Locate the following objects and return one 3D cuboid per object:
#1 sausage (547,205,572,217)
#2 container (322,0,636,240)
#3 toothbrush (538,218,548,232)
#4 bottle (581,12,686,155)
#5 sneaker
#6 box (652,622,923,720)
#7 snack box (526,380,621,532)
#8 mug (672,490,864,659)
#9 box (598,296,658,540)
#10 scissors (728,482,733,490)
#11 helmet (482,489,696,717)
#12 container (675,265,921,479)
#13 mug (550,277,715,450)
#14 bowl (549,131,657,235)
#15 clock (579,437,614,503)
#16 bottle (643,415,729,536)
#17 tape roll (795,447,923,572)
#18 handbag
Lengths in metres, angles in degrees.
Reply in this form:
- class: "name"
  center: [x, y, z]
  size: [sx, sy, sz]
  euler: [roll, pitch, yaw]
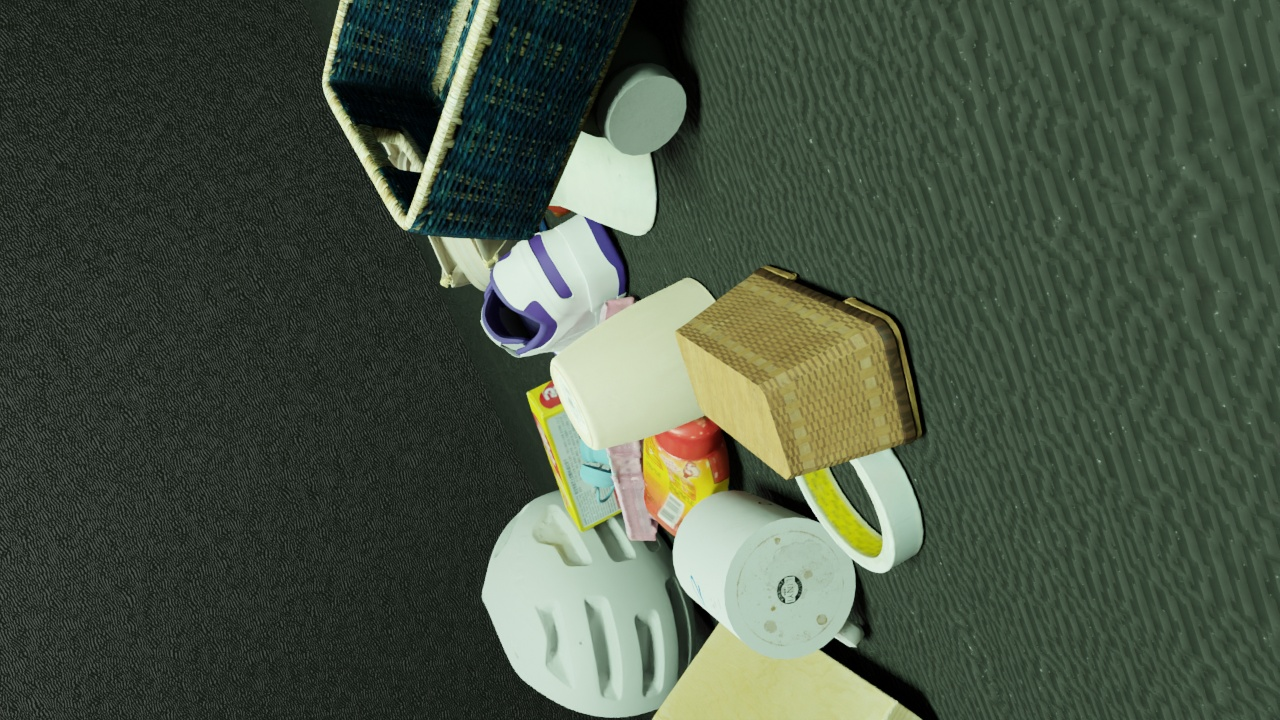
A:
- class: "sausage"
  center: [-0.092, -0.181, 0.721]
  size: [0.155, 0.040, 0.040]
  euler: [60, 166, 14]
- class: "container"
  center: [-0.074, -0.169, 0.424]
  size: [0.145, 0.071, 0.188]
  euler: [54, 130, 35]
- class: "toothbrush"
  center: [-0.105, -0.143, 0.888]
  size: [0.016, 0.017, 0.190]
  euler: [32, 146, 63]
- class: "bottle"
  center: [-0.022, -0.152, 0.467]
  size: [0.108, 0.060, 0.060]
  euler: [55, 164, 35]
- class: "sneaker"
  center: [-0.081, -0.037, 0.792]
  size: [0.091, 0.111, 0.245]
  euler: [60, 166, 14]
- class: "box"
  center: [0.113, 0.288, 0.637]
  size: [0.179, 0.141, 0.249]
  euler: [58, 168, -7]
- class: "snack box"
  center: [-0.048, 0.090, 0.947]
  size: [0.042, 0.092, 0.201]
  euler: [52, 162, 41]
- class: "mug"
  center: [0.088, 0.142, 0.582]
  size: [0.119, 0.083, 0.096]
  euler: [38, 172, -13]
- class: "box"
  center: [0.017, 0.056, 0.766]
  size: [0.233, 0.080, 0.099]
  euler: [80, -166, -48]
- class: "scissors"
  center: [0.080, 0.144, 0.733]
  size: [0.131, 0.018, 0.109]
  euler: [63, 169, 8]
- class: "helmet"
  center: [-0.055, 0.273, 1.044]
  size: [0.282, 0.223, 0.184]
  euler: [63, 147, 38]
- class: "container"
  center: [0.066, 0.005, 0.422]
  size: [0.114, 0.061, 0.063]
  euler: [38, 152, 61]
- class: "mug"
  center: [-0.004, 0.003, 0.590]
  size: [0.111, 0.104, 0.085]
  euler: [32, 145, 64]
- class: "bowl"
  center: [-0.056, -0.153, 0.600]
  size: [0.176, 0.057, 0.177]
  euler: [57, 165, 24]
- class: "clock"
  center: [-0.030, 0.079, 0.862]
  size: [0.042, 0.087, 0.123]
  euler: [15, 120, 18]
- class: "bottle"
  center: [0.033, 0.073, 0.671]
  size: [0.071, 0.048, 0.134]
  euler: [41, 150, 29]
- class: "tape roll"
  center: [0.106, 0.062, 0.468]
  size: [0.094, 0.019, 0.094]
  euler: [58, 166, 23]
- class: "handbag"
  center: [-0.179, -0.157, 0.856]
  size: [0.197, 0.101, 0.194]
  euler: [-54, -59, -75]
